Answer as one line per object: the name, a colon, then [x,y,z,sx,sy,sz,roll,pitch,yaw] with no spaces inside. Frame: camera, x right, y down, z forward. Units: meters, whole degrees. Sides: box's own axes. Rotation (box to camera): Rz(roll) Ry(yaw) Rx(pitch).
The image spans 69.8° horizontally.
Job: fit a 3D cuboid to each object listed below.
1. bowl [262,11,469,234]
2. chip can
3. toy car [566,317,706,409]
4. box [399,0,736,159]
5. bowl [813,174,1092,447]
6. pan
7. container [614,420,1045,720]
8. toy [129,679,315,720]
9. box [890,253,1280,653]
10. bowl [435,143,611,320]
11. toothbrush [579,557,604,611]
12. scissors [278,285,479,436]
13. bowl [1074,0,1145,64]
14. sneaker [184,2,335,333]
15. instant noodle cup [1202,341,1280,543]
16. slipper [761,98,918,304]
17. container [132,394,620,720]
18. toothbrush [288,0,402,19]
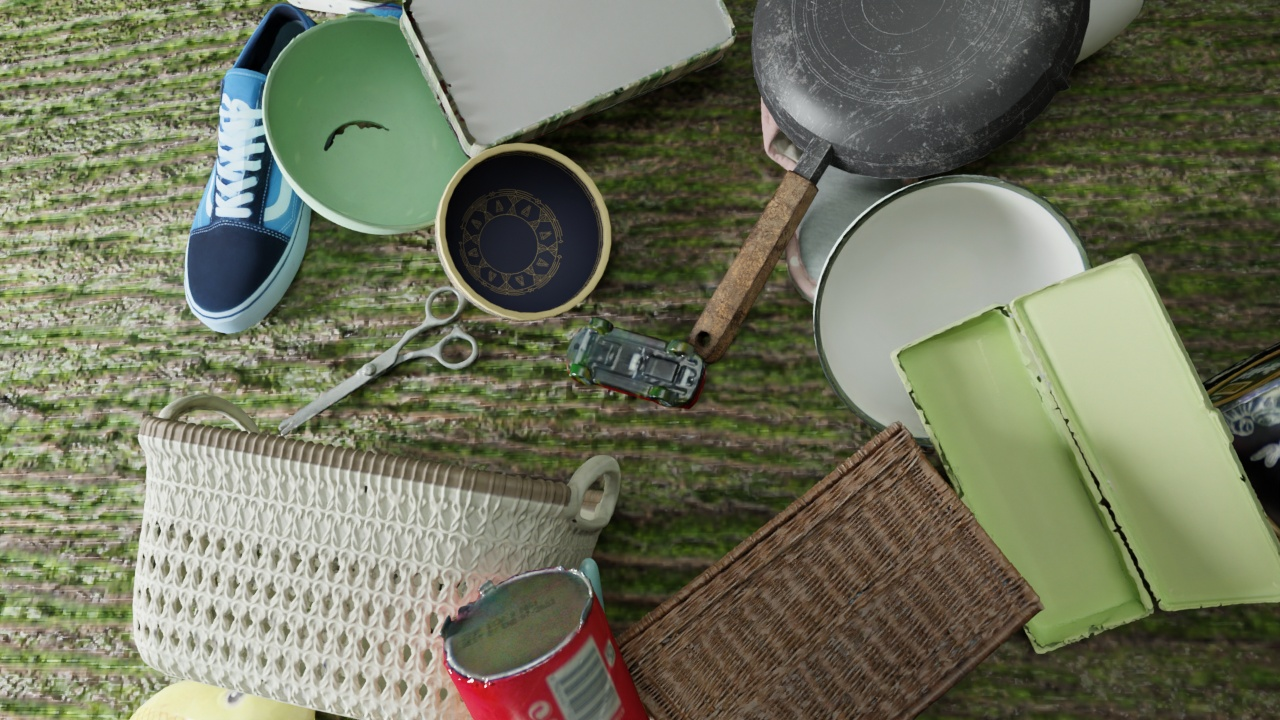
bowl: [-0.183,-0.151,0.634,0.150,0.077,0.150,6,77,-25]
chip can: [-0.015,0.204,0.418,0.073,0.073,0.233,-20,112,0]
toy car: [-0.003,0.003,0.585,0.091,0.036,0.042,16,73,13]
box: [-0.047,-0.222,0.618,0.205,0.050,0.117,-28,97,-11]
bowl: [0.174,-0.032,0.535,0.153,0.072,0.153,1,105,2]
pan: [0.122,-0.148,0.566,0.208,0.040,0.357,33,96,23]
container: [0.093,0.139,0.481,0.198,0.114,0.112,-38,73,-5]
toy: [-0.235,0.246,0.518,0.170,0.064,0.155,22,87,22]
box: [0.229,0.052,0.477,0.141,0.043,0.187,-27,92,34]
bowl: [-0.082,-0.081,0.608,0.112,0.061,0.112,1,88,-21]
toothbrush: [-0.019,0.187,0.482,0.017,0.016,0.181,-1,105,16]
scissors: [-0.176,-0.007,0.627,0.170,0.014,0.094,-14,70,0]
bowl: [0.258,-0.239,0.600,0.116,0.116,0.066,44,101,20]
sneaker: [-0.279,-0.144,0.646,0.083,0.098,0.240,8,72,12]
instant noodle cup: [0.354,0.049,0.473,0.137,0.137,0.112,-31,79,-4]
slipper: [0.138,-0.165,0.617,0.114,0.054,0.274,-1,71,8]
container: [-0.143,0.104,0.499,0.246,0.184,0.142,7,81,12]
toothbrush: [-0.201,-0.281,0.731,0.189,0.016,0.017,12,62,12]
